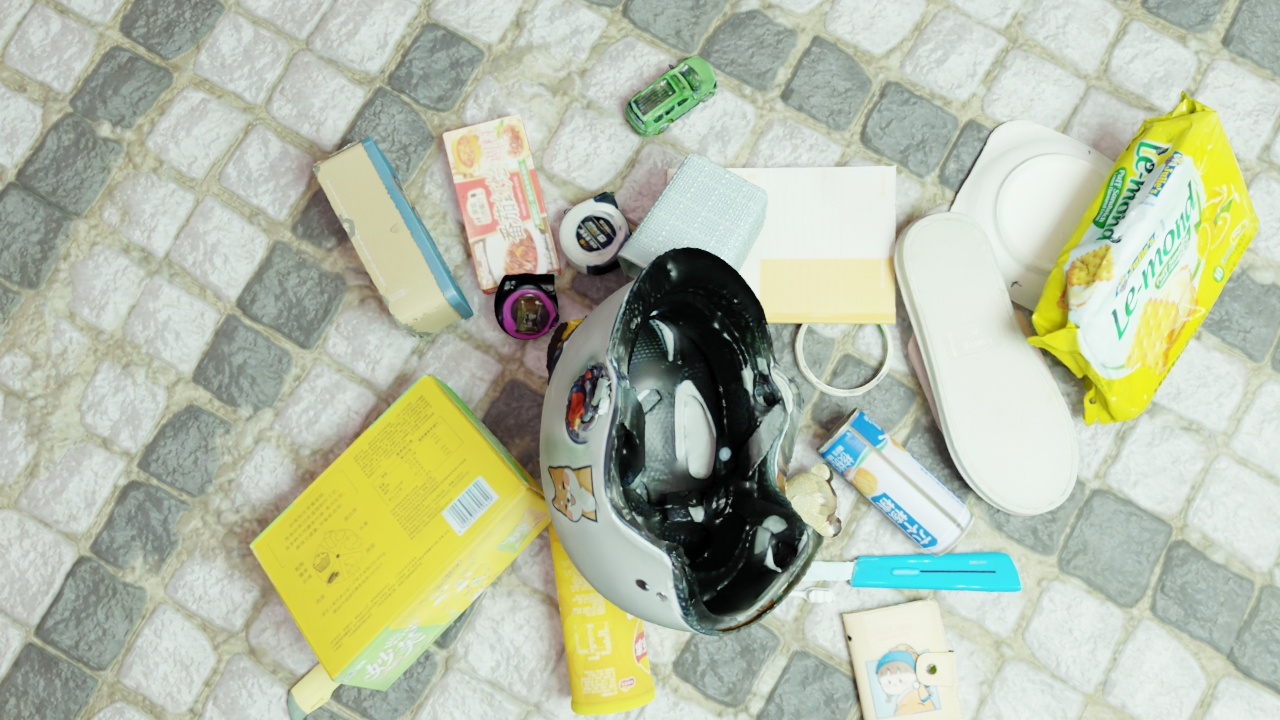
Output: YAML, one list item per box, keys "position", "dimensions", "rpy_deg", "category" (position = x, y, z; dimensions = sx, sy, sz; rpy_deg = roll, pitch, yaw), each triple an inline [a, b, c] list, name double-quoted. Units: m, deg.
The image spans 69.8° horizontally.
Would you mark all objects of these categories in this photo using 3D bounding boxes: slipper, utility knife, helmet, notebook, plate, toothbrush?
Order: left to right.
- position: [-0.225, 0.235, 0.797]
  dimensions: [0.216, 0.022, 0.031]
  rpy_deg: [-41, 85, 3]
  category: "utility knife"
- position: [0.011, 0.068, 0.692]
  dimensions: [0.157, 0.229, 0.274]
  rpy_deg: [-18, 79, 38]
  category: "helmet"
- position: [0.078, 0.200, 0.797]
  dimensions: [0.180, 0.016, 0.016]
  rpy_deg: [3, 81, 2]
  category: "toothbrush"
- position: [0.124, -0.105, 0.827]
  dimensions: [0.206, 0.010, 0.145]
  rpy_deg: [1, 83, 7]
  category: "notebook"
- position: [0.217, 0.184, 0.796]
  dimensions: [0.218, 0.018, 0.034]
  rpy_deg: [-1, 83, 2]
  category: "utility knife"
- position: [0.294, 0.003, 0.798]
  dimensions: [0.114, 0.054, 0.274]
  rpy_deg: [-21, 86, -2]
  category: "slipper"
- position: [0.369, -0.128, 0.823]
  dimensions: [0.164, 0.034, 0.163]
  rpy_deg: [28, 85, 5]
  category: "plate"

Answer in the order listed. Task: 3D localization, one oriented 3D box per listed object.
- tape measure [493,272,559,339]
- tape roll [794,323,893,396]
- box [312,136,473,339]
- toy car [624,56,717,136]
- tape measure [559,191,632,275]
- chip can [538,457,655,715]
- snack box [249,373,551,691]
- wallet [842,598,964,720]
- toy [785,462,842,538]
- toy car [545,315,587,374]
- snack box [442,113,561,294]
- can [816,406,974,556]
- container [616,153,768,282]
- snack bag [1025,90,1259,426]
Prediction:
- position: [-0.100, -0.047, 0.808]
  dimensions: [0.057, 0.039, 0.058]
  rpy_deg: [0, 120, -10]
  category: "tape measure"
- position: [0.182, -0.011, 0.822]
  dimensions: [0.086, 0.014, 0.085]
  rpy_deg: [0, 83, 1]
  category: "tape roll"
- position: [-0.212, -0.099, 0.804]
  dimensions: [0.062, 0.090, 0.184]
  rpy_deg: [-31, 86, -4]
  category: "box"
- position: [0.029, -0.245, 0.844]
  dimensions: [0.091, 0.036, 0.043]
  rpy_deg: [-37, 82, -7]
  category: "toy car"
- position: [-0.041, -0.111, 0.829]
  dimensions: [0.066, 0.033, 0.065]
  rpy_deg: [-25, 81, -4]
  category: "tape measure"
- position: [-0.039, 0.182, 0.773]
  dimensions: [0.072, 0.072, 0.213]
  rpy_deg: [-9, 83, 0]
  category: "chip can"
- position: [-0.195, 0.138, 0.755]
  dimensions: [0.210, 0.070, 0.157]
  rpy_deg: [-46, 59, -4]
  category: "snack box"
- position: [0.227, 0.266, 0.784]
  dimensions: [0.087, 0.024, 0.115]
  rpy_deg: [-11, 82, 5]
  category: "wallet"
- position: [0.091, 0.127, 0.787]
  dimensions: [0.157, 0.066, 0.105]
  rpy_deg: [-6, 71, 8]
  category: "toy"
- position: [-0.005, 0.005, 0.811]
  dimensions: [0.156, 0.041, 0.071]
  rpy_deg: [13, 84, 1]
  category: "toy car"
- position: [-0.126, -0.143, 0.838]
  dimensions: [0.075, 0.025, 0.153]
  rpy_deg: [-14, 83, -1]
  category: "snack box"
- position: [0.218, 0.104, 0.787]
  dimensions: [0.134, 0.053, 0.053]
  rpy_deg: [43, 85, 6]
  category: "can"
- position: [0.049, -0.104, 0.787]
  dimensions: [0.090, 0.090, 0.111]
  rpy_deg: [30, 84, 10]
  category: "container"
- position: [0.418, -0.077, 0.769]
  dimensions: [0.158, 0.068, 0.246]
  rpy_deg: [39, 82, -36]
  category: "snack bag"
